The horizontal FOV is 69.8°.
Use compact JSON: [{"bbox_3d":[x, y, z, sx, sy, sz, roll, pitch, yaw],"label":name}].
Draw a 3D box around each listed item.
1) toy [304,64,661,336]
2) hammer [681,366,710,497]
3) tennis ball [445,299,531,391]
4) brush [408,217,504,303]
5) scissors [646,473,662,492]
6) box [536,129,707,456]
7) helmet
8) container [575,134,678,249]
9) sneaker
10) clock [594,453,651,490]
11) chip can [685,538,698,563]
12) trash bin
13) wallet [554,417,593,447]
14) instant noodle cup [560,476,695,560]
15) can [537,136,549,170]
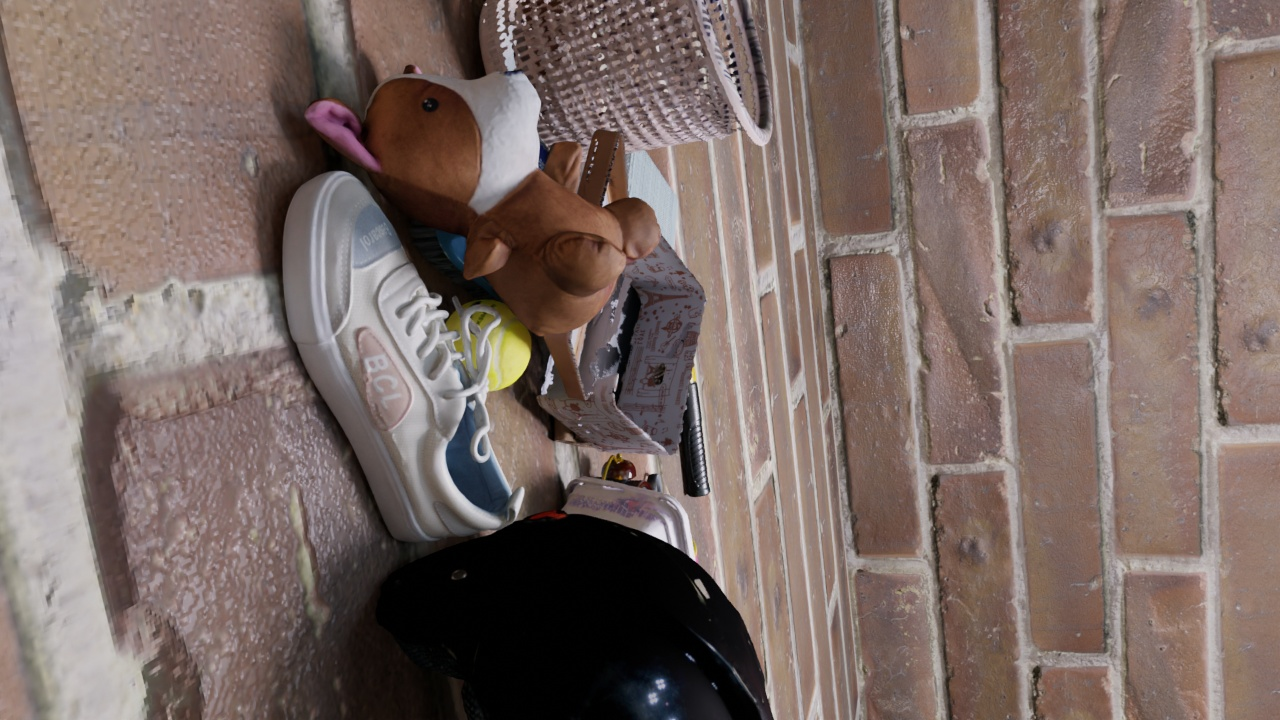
[{"bbox_3d":[-0.088,-0.109,0.558,0.131,0.199,0.139,-55,178,25],"label":"toy"},{"bbox_3d":[0.061,0.031,1.207,0.128,0.033,0.301,-24,108,-69],"label":"hammer"},{"bbox_3d":[-0.110,-0.011,0.652,0.065,0.065,0.065,-4,90,-71],"label":"tennis ball"},{"bbox_3d":[-0.105,-0.078,0.670,0.144,0.074,0.055,45,51,-63],"label":"brush"},{"bbox_3d":[0.022,0.214,1.080,0.168,0.014,0.156,58,34,-55],"label":"scissors"},{"bbox_3d":[-0.026,-0.044,0.760,0.260,0.105,0.178,46,51,-54],"label":"box"},{"bbox_3d":[-0.034,0.219,0.609,0.274,0.230,0.233,-101,-177,-73],"label":"helmet"},{"bbox_3d":[-0.025,-0.155,0.906,0.111,0.090,0.089,50,40,-56],"label":"container"},{"bbox_3d":[-0.131,0.005,0.546,0.089,0.091,0.242,-62,143,-59],"label":"sneaker"},{"bbox_3d":[-0.023,0.145,0.892,0.081,0.055,0.122,-69,152,-51],"label":"clock"},{"bbox_3d":[0.048,0.299,1.046,0.071,0.071,0.211,-63,144,-57],"label":"chip can"},{"bbox_3d":[-0.016,-0.260,0.755,0.227,0.192,0.227,-14,90,-70],"label":"trash bin"},{"bbox_3d":[-0.055,0.023,0.866,0.090,0.033,0.115,30,61,-69],"label":"wallet"},{"bbox_3d":[-0.018,0.197,0.808,0.060,0.138,0.173,-26,114,-46],"label":"instant noodle cup"},{"bbox_3d":[-0.102,-0.133,0.691,0.148,0.075,0.049,45,40,-61],"label":"can"}]
